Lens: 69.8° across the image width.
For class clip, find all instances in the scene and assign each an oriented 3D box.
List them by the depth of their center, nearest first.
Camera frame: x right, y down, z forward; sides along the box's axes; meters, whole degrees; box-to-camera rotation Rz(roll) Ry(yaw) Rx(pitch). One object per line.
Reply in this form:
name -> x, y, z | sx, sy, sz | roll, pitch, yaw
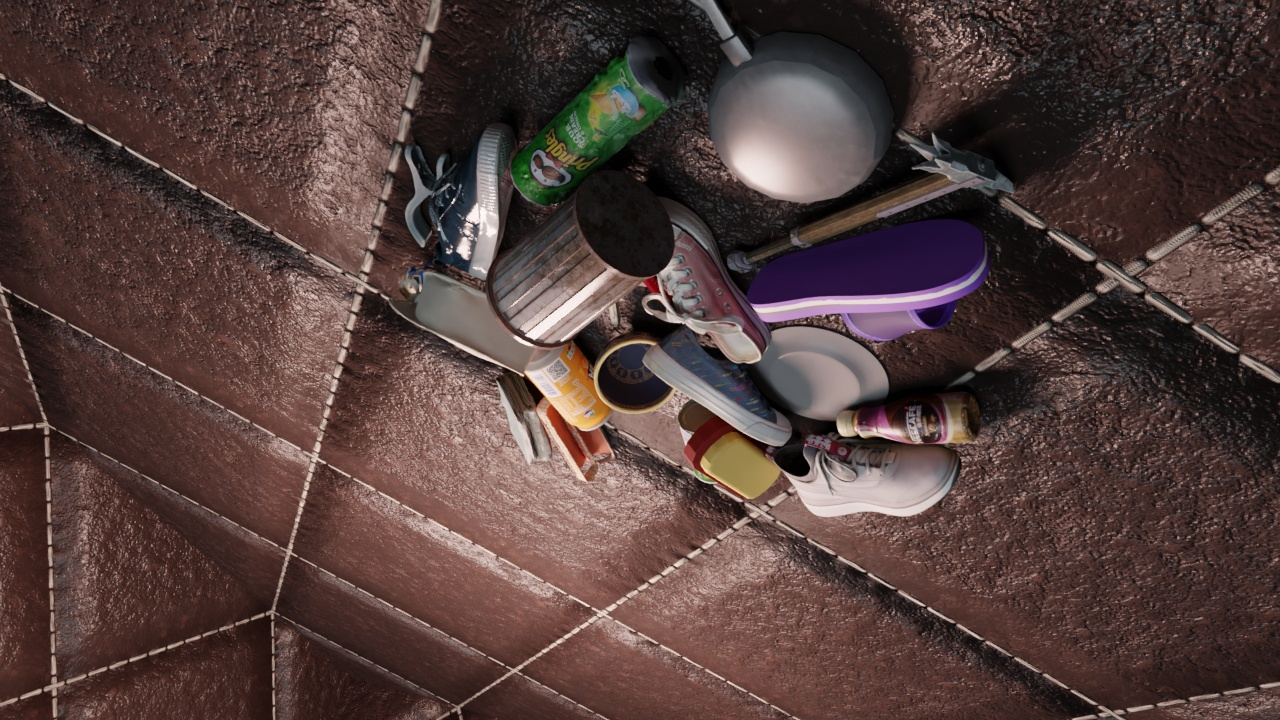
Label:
clip -> -0.277, -0.201, 1.149 | 0.141, 0.029, 0.172 | 9, 141, 18

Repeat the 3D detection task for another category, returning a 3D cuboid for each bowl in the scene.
bowl -> -0.007, 0.007, 1.214 | 0.112, 0.061, 0.113 | -3, 121, -5

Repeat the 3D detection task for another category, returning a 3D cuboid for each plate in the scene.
plate -> 0.219, 0.023, 1.150 | 0.178, 0.012, 0.179 | 16, 144, 12

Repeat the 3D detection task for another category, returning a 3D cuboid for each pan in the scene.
pan -> 0.089, -0.275, 0.823 | 0.179, 0.041, 0.357 | -15, 128, 43

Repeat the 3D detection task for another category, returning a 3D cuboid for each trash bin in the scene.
trash bin -> -0.074, -0.103, 1.010 | 0.131, 0.130, 0.212 | 38, 142, -17

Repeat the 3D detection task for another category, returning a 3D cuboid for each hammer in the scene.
hammer -> 0.204, -0.138, 0.917 | 0.146, 0.028, 0.318 | 8, 165, -36

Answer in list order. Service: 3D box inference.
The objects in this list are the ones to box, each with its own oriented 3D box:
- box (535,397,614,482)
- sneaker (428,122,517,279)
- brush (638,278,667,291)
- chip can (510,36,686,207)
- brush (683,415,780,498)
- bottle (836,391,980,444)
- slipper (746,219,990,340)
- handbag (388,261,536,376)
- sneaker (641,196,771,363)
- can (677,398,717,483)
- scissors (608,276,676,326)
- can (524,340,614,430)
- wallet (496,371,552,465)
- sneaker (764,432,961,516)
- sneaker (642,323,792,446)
box -> -0.097, 0.110, 1.407 | 0.043, 0.083, 0.187 | 18, 149, 37
sneaker -> -0.198, -0.184, 1.055 | 0.087, 0.089, 0.236 | 17, 141, -5
brush -> -0.015, -0.107, 1.128 | 0.136, 0.015, 0.050 | 15, 142, 4
chip can -> -0.046, -0.236, 0.927 | 0.075, 0.075, 0.224 | 40, 142, -19
brush -> 0.133, 0.138, 1.255 | 0.173, 0.082, 0.042 | 36, -168, -45
bottle -> 0.320, 0.072, 1.112 | 0.166, 0.059, 0.059 | -6, 134, 37
slipper -> 0.241, -0.067, 0.943 | 0.267, 0.107, 0.084 | -6, 133, 45
handbag -> -0.233, -0.063, 1.221 | 0.200, 0.093, 0.200 | 29, 174, -41
sneaker -> 0.062, -0.075, 1.050 | 0.119, 0.087, 0.241 | -17, 122, 44
can -> 0.096, 0.113, 1.292 | 0.067, 0.067, 0.121 | 7, 140, 24
scissors -> -0.019, -0.102, 1.108 | 0.193, 0.015, 0.180 | 27, 141, -10
can -> -0.100, 0.029, 1.292 | 0.079, 0.078, 0.142 | -7, 133, 37
wallet -> -0.178, 0.088, 1.413 | 0.100, 0.054, 0.132 | 52, 164, 39
sneaker -> 0.281, 0.133, 1.179 | 0.128, 0.096, 0.264 | 37, 150, -25
sneaker -> 0.113, 0.028, 1.173 | 0.235, 0.087, 0.079 | 32, 102, -25
